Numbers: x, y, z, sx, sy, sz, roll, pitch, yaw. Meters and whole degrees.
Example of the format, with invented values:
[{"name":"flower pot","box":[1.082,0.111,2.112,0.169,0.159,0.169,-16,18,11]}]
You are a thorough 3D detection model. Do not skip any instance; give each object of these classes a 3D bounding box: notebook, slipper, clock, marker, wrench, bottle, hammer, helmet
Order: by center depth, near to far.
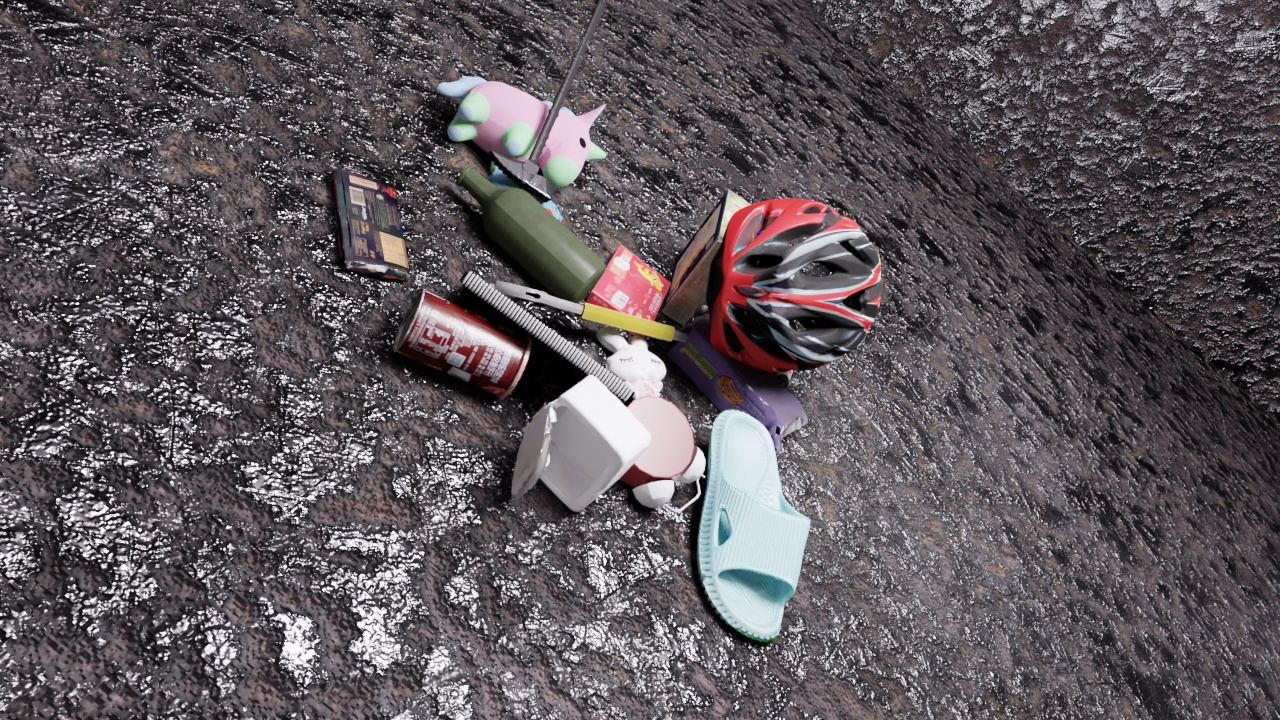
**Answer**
[{"name":"notebook","box":[-0.102,-0.025,0.981,0.206,0.016,0.149,36,-4,-8]},{"name":"clock","box":[0.013,0.099,0.991,0.096,0.048,0.137,-31,86,-37]},{"name":"slipper","box":[0.122,0.164,1.001,0.116,0.070,0.275,21,50,-21]},{"name":"wrench","box":[-0.053,-0.055,1.080,0.273,0.018,0.084,14,-1,-31]},{"name":"bottle","box":[-0.138,-0.157,1.116,0.207,0.072,0.071,42,35,1]},{"name":"helmet","box":[0.201,-0.088,1.138,0.271,0.217,0.167,-5,17,-44]},{"name":"hammer","box":[-0.106,-0.362,1.211,0.095,0.015,0.324,31,63,-25]},{"name":"marker","box":[0.211,0.010,1.317,0.019,0.019,0.145,39,35,-4]}]

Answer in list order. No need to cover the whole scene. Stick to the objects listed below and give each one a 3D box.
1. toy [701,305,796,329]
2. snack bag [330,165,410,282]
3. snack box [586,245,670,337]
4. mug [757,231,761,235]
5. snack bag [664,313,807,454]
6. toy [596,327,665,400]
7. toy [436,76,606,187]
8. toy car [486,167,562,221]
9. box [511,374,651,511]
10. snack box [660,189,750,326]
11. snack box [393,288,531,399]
[{"name":"toy","box":[0.153,-0.052,1.268,0.097,0.100,0.119,-35,45,-13]},{"name":"snack bag","box":[-0.296,-0.150,1.004,0.074,0.018,0.155,11,45,-35]},{"name":"snack box","box":[-0.013,-0.091,1.208,0.089,0.021,0.132,36,35,-8]},{"name":"mug","box":[0.150,-0.138,1.342,0.083,0.111,0.079,18,3,-30]},{"name":"snack bag","box":[0.128,0.024,1.189,0.205,0.059,0.096,47,35,8]},{"name":"toy","box":[-0.006,0.006,1.096,0.075,0.037,0.125,8,39,-28]},{"name":"toy","box":[-0.160,-0.320,1.245,0.222,0.120,0.170,39,45,-6]},{"name":"toy car","box":[-0.148,-0.208,1.174,0.108,0.028,0.060,39,71,-4]},{"name":"box","box":[-0.076,0.094,0.878,0.103,0.110,0.130,46,34,6]},{"name":"snack box","box":[0.090,-0.141,1.255,0.042,0.145,0.144,31,37,-10]},{"name":"snack box","box":[-0.180,-0.017,0.928,0.121,0.072,0.072,25,38,-21]}]
